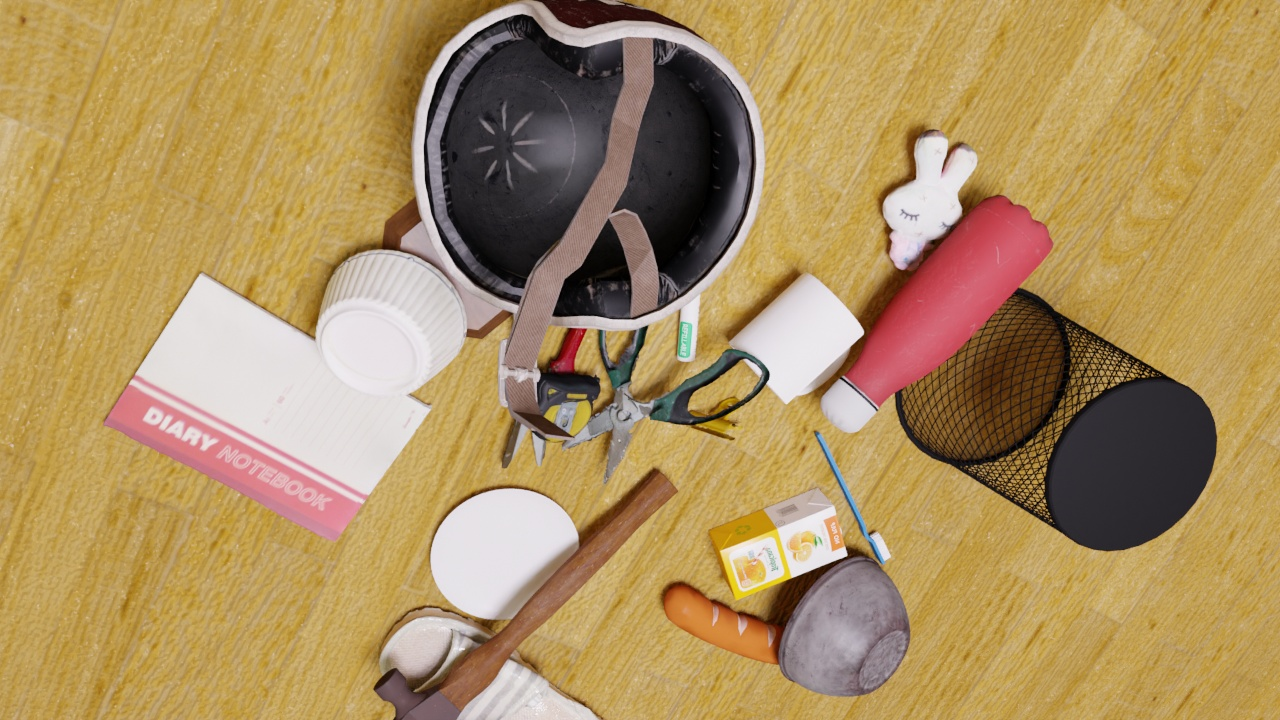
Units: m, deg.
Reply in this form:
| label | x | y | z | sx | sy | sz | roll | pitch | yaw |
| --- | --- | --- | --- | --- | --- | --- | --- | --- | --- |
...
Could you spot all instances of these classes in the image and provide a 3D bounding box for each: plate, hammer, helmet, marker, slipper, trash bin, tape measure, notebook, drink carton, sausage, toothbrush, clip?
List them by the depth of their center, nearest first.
| label | x | y | z | sx | sy | sz | roll | pitch | yaw |
| --- | --- | --- | --- | --- | --- | --- | --- | --- | --- |
| helmet | -0.038 | -0.124 | 0.625 | 0.233 | 0.254 | 0.234 | -17 | 118 | -33 |
| plate | -0.146 | -0.077 | 0.742 | 0.131 | 0.025 | 0.131 | -4 | 109 | -11 |
| notebook | -0.304 | 0.045 | 0.758 | 0.208 | 0.012 | 0.153 | 34 | 99 | -20 |
| tape measure | -0.069 | 0.041 | 0.778 | 0.061 | 0.034 | 0.061 | 1 | 118 | -39 |
| marker | 0.045 | -0.070 | 0.790 | 0.017 | 0.017 | 0.146 | 0 | 109 | -12 |
| trash bin | 0.355 | 0.050 | 0.794 | 0.184 | 0.210 | 0.184 | -4 | 109 | -11 |
| hammer | -0.088 | 0.223 | 0.823 | 0.322 | 0.033 | 0.115 | -44 | 101 | -8 |
| clip | 0.072 | 0.049 | 0.828 | 0.046 | 0.053 | 0.037 | -20 | 112 | -38 |
| plate | -0.123 | 0.176 | 0.841 | 0.134 | 0.011 | 0.135 | -4 | 109 | -11 |
| slipper | -0.129 | 0.334 | 0.875 | 0.114 | 0.054 | 0.272 | -44 | 112 | 9 |
| drink carton | 0.135 | 0.174 | 0.880 | 0.122 | 0.040 | 0.058 | -21 | 111 | -5 |
| toothbrush | 0.208 | 0.135 | 0.896 | 0.014 | 0.016 | 0.167 | -30 | 111 | -1 |
| sausage | 0.093 | 0.264 | 0.903 | 0.164 | 0.039 | 0.044 | 26 | 96 | -19 |

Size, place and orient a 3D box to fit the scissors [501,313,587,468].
| label | x | y | z | sx | sy | sz | roll | pitch | yaw |
| --- | --- | --- | --- | --- | --- | --- | --- | --- | --- |
| scissors | -0.081 | -0.003 | 0.778 | 0.186 | 0.015 | 0.179 | -41 | 132 | -9 |

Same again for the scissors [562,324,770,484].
| label | x | y | z | sx | sy | sz | roll | pitch | yaw |
| --- | --- | --- | --- | --- | --- | --- | --- | --- | --- |
| scissors | -0.006 | 0.006 | 0.789 | 0.207 | 0.015 | 0.179 | -29 | 92 | 20 |

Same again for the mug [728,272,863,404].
| label | x | y | z | sx | sy | sz | roll | pitch | yaw |
| --- | --- | --- | --- | --- | --- | --- | --- | --- | --- |
| mug | 0.144 | -0.011 | 0.810 | 0.090 | 0.073 | 0.110 | -43 | 137 | 4 |

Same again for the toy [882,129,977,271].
| label | x | y | z | sx | sy | sz | roll | pitch | yaw |
| --- | --- | --- | --- | --- | --- | --- | --- | --- | --- |
| toy | 0.251 | -0.137 | 0.801 | 0.079 | 0.038 | 0.123 | 6 | 113 | -27 |

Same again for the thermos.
| label | x | y | z | sx | sy | sz | roll | pitch | yaw |
| --- | --- | --- | --- | --- | --- | --- | --- | --- | --- |
| thermos | 0.248 | -0.034 | 0.796 | 0.073 | 0.073 | 0.240 | 40 | 95 | -21 |

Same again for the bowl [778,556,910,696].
| label | x | y | z | sx | sy | sz | roll | pitch | yaw |
| --- | --- | --- | --- | --- | --- | --- | --- | --- | --- |
| bowl | 0.209 | 0.268 | 0.885 | 0.144 | 0.067 | 0.145 | -19 | 124 | -31 |

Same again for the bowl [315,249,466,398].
| label | x | y | z | sx | sy | sz | roll | pitch | yaw |
| --- | --- | --- | --- | --- | --- | --- | --- | --- | --- |
| bowl | -0.198 | -0.021 | 0.710 | 0.115 | 0.062 | 0.115 | 4 | 123 | 5 |
